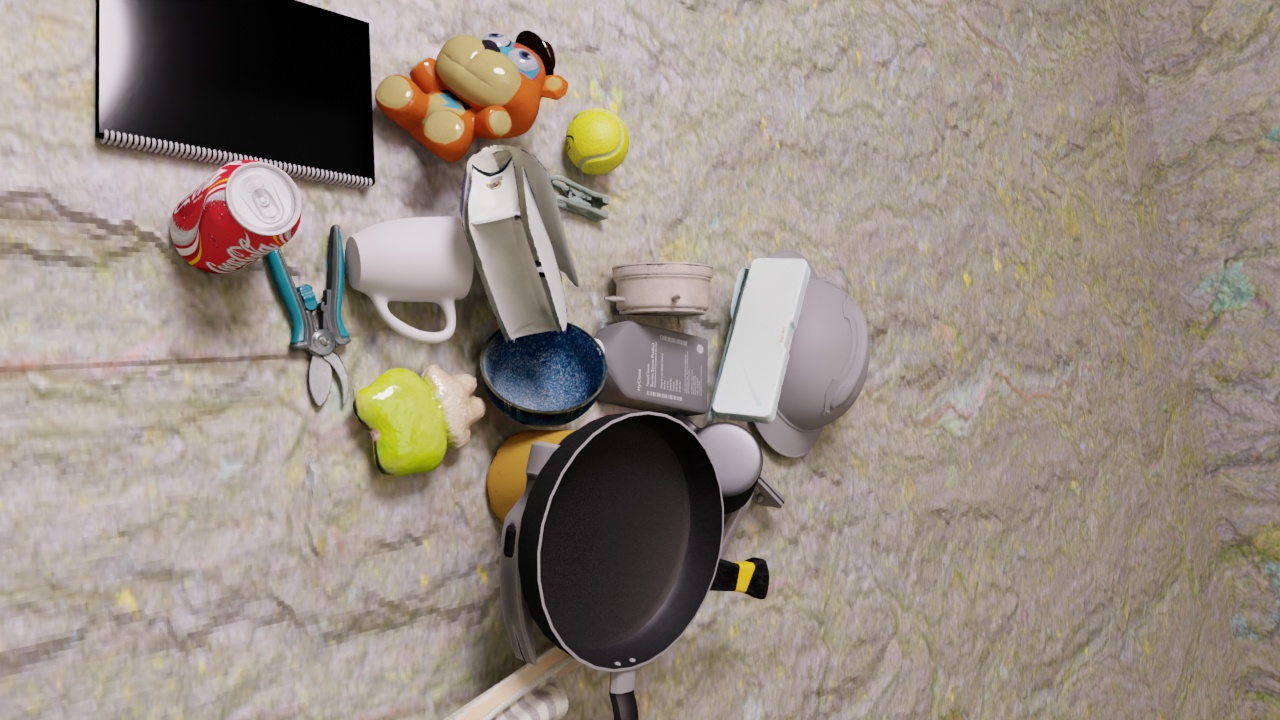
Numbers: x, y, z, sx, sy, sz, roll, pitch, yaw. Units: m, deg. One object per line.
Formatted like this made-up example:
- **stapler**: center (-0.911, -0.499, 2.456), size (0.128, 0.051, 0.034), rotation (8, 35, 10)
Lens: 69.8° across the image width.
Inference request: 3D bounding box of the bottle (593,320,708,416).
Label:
- **bottle**: center (-0.006, 0.005, 0.940), size (0.173, 0.046, 0.083), rotation (12, 74, -41)

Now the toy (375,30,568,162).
- **toy**: center (-0.144, -0.240, 0.823), size (0.112, 0.096, 0.175), rotation (36, 45, 16)

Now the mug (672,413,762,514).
- **mug**: center (0.072, 0.102, 0.960), size (0.113, 0.088, 0.078), rotation (43, 76, 15)

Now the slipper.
- **slipper**: center (-0.100, 0.283, 0.760), size (0.271, 0.115, 0.054), rotation (-20, 77, -51)

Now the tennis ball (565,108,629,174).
- **tennis ball**: center (-0.044, -0.222, 0.931), size (0.065, 0.066, 0.065), rotation (9, 76, -42)

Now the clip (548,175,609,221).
- **clip**: center (-0.064, -0.164, 0.933), size (0.075, 0.023, 0.042), rotation (13, 72, -43)

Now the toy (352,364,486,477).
- **toy**: center (-0.181, 0.045, 0.773), size (0.117, 0.043, 0.092), rotation (-27, 99, -45)

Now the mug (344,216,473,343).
- **mug**: center (-0.192, -0.065, 0.762), size (0.089, 0.071, 0.107), rotation (-7, 85, -33)

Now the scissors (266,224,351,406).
- **scissors**: center (-0.259, -0.046, 0.733), size (0.156, 0.019, 0.124), rotation (50, 55, -27)

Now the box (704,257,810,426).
- **box**: center (0.121, -0.014, 1.008), size (0.074, 0.126, 0.197), rotation (22, 65, -8)

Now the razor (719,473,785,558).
- **razor**: center (0.104, 0.174, 1.019), size (0.088, 0.047, 0.116), rotation (45, 63, -28)

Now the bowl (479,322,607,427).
- **bowl**: center (-0.089, 0.021, 0.839), size (0.114, 0.061, 0.114), rotation (5, 47, -6)

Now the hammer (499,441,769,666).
- **hammer**: center (0.010, 0.184, 0.811), size (0.324, 0.034, 0.169), rotation (20, 78, -42)

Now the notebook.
- **notebook**: center (-0.309, -0.222, 0.720), size (0.206, 0.016, 0.149), rotation (3, 80, -43)

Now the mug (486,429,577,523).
- **mug**: center (-0.075, 0.122, 0.820), size (0.100, 0.094, 0.123), rotation (7, 83, -42)

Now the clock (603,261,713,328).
- **clock**: center (0.031, -0.067, 0.962), size (0.156, 0.103, 0.061), rotation (2, 88, -68)

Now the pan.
- **pan**: center (-0.017, 0.217, 0.736), size (0.203, 0.044, 0.355), rotation (4, 90, -44)

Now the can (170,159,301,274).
- **can**: center (-0.288, -0.102, 0.655), size (0.064, 0.105, 0.064), rotation (9, 76, -42)

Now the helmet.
- **helmet**: center (0.223, -0.021, 1.107), size (0.183, 0.118, 0.270), rotation (25, 64, -37)

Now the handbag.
- **handbag**: center (-0.103, -0.124, 0.819), size (0.175, 0.074, 0.151), rotation (-98, 177, -46)
